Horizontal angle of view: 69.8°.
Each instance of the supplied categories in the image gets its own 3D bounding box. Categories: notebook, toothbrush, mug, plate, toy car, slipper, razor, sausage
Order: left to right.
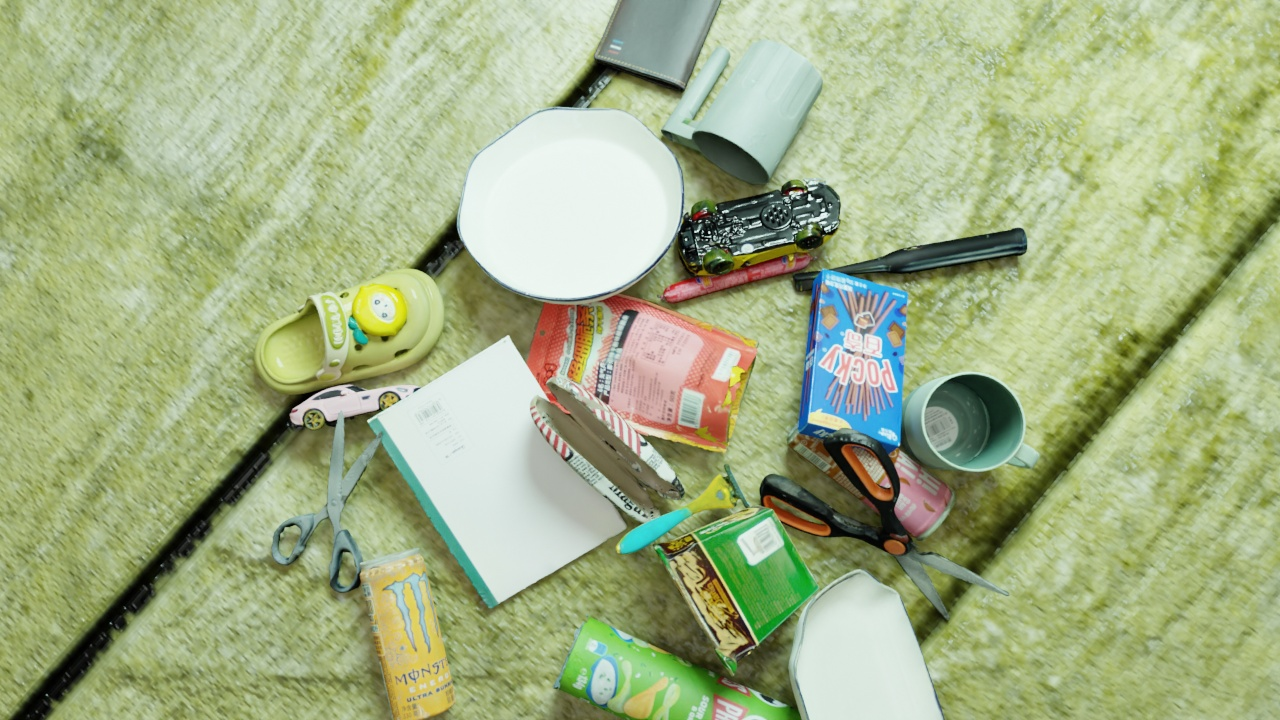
[{"bbox_3d":[-0.276,-0.024,0.849,0.190,0.081,0.091,-20,86,4],"label":"slipper"},{"bbox_3d":[-0.264,0.039,0.854,0.122,0.056,0.037,-12,91,1],"label":"toy car"},{"bbox_3d":[-0.129,0.104,0.837,0.150,0.012,0.209,-31,98,-1],"label":"notebook"},{"bbox_3d":[-0.062,-0.138,0.841,0.205,0.046,0.204,-1,69,4],"label":"plate"},{"bbox_3d":[0.033,0.136,0.797,0.132,0.028,0.043,-25,88,-25],"label":"razor"},{"bbox_3d":[0.091,-0.079,0.863,0.156,0.020,0.020,-15,84,1],"label":"sausage"},{"bbox_3d":[0.093,-0.236,0.854,0.124,0.083,0.103,30,85,30],"label":"mug"},{"bbox_3d":[0.110,-0.121,0.850,0.156,0.041,0.071,-15,63,4],"label":"toy car"},{"bbox_3d":[0.193,0.312,0.775,0.161,0.034,0.265,-21,92,-41],"label":"plate"},{"bbox_3d":[0.248,-0.092,0.853,0.213,0.026,0.027,-10,117,4],"label":"toothbrush"},{"bbox_3d":[0.285,0.061,0.795,0.112,0.106,0.082,28,86,6],"label":"mug"}]

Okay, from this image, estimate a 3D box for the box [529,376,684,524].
[{"bbox_3d":[-0.038,0.088,0.812,0.163,0.074,0.079,43,76,-20],"label":"box"}]

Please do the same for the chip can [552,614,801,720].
[{"bbox_3d":[0.044,0.303,0.804,0.236,0.072,0.072,22,86,5],"label":"chip can"}]

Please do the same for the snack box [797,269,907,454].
[{"bbox_3d":[0.190,-0.001,0.813,0.084,0.026,0.156,14,64,-7],"label":"snack box"}]

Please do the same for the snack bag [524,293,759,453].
[{"bbox_3d":[-0.005,0.005,0.841,0.208,0.073,0.128,16,94,11],"label":"snack bag"}]

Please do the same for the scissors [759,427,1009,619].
[{"bbox_3d":[0.204,0.144,0.803,0.224,0.021,0.221,1,128,32],"label":"scissors"}]

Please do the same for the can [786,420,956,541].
[{"bbox_3d":[0.205,0.095,0.821,0.147,0.058,0.058,37,88,5],"label":"can"}]

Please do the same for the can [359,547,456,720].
[{"bbox_3d":[-0.211,0.248,0.830,0.058,0.058,0.146,-15,84,2],"label":"can"}]

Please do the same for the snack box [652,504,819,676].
[{"bbox_3d":[0.085,0.184,0.793,0.105,0.117,0.118,-31,87,-5],"label":"snack box"}]

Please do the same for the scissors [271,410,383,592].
[{"bbox_3d":[-0.282,0.137,0.844,0.159,0.014,0.172,-20,97,14],"label":"scissors"}]

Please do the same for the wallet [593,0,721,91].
[{"bbox_3d":[0.020,-0.331,0.891,0.096,0.020,0.122,21,84,5],"label":"wallet"}]
